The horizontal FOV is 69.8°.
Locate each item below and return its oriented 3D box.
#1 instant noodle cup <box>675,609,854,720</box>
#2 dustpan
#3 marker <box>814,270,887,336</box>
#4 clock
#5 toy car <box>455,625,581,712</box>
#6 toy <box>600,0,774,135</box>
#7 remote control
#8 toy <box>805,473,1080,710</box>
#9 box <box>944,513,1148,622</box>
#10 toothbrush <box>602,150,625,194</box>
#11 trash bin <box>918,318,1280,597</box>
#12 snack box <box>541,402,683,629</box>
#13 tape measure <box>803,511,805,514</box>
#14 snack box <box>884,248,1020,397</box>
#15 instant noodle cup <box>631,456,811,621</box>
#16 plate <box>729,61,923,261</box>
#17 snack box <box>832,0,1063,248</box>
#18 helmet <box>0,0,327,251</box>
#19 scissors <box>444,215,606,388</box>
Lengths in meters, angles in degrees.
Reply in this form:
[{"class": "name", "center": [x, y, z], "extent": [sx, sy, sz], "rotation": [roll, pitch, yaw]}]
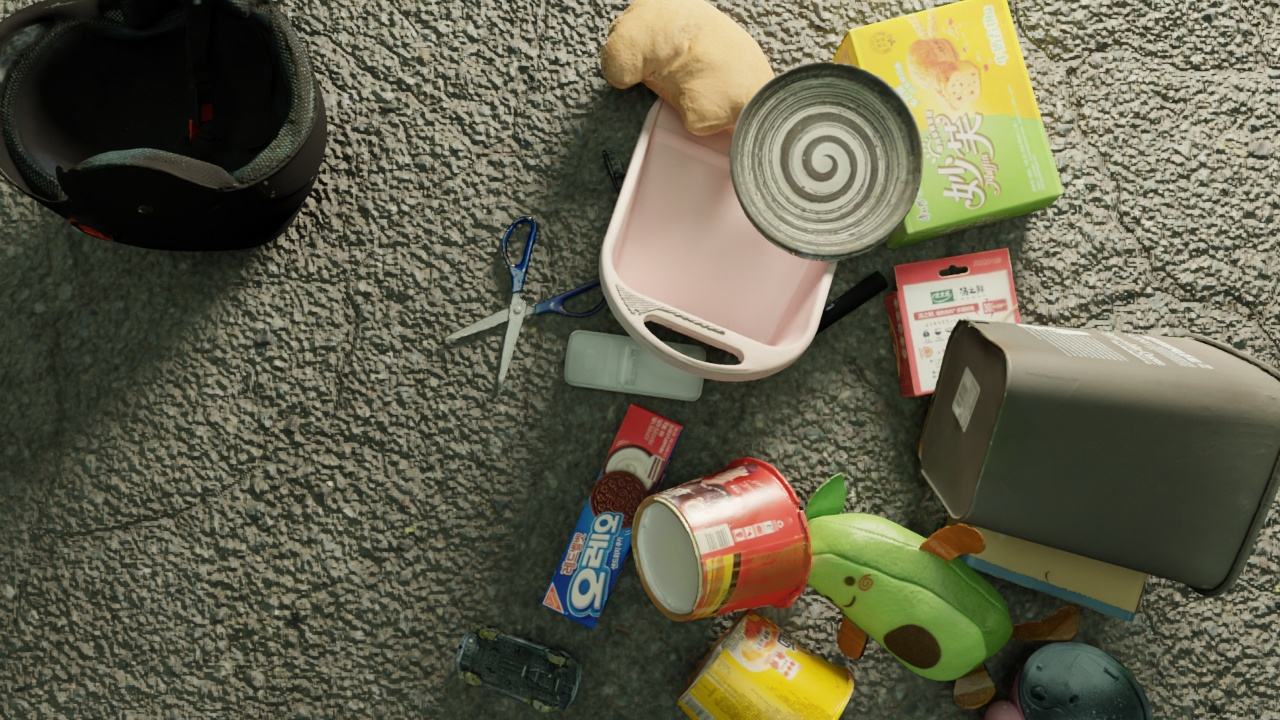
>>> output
[{"class": "instant noodle cup", "center": [0.106, 0.299, 0.823], "extent": [0.110, 0.138, 0.138], "rotation": [39, 86, 11]}, {"class": "dustpan", "center": [0.083, -0.112, 0.834], "extent": [0.222, 0.139, 0.273], "rotation": [19, 84, -3]}, {"class": "marker", "center": [0.185, -0.043, 0.898], "extent": [0.132, 0.020, 0.022], "rotation": [-35, 95, -3]}, {"class": "clock", "center": [0.380, 0.332, 0.827], "extent": [0.158, 0.060, 0.117], "rotation": [-35, 61, -26]}, {"class": "toy car", "center": [-0.115, 0.289, 0.864], "extent": [0.121, 0.037, 0.054], "rotation": [15, 86, 10]}, {"class": "toy", "center": [0.071, -0.264, 0.875], "extent": [0.226, 0.083, 0.143], "rotation": [35, 67, 1]}, {"class": "remote control", "center": [-0.005, 0.005, 0.892], "extent": [0.136, 0.020, 0.056], "rotation": [7, 87, -1]}, {"class": "toy", "center": [0.240, 0.211, 0.807], "extent": [0.247, 0.089, 0.228], "rotation": [31, 130, 4]}, {"class": "box", "center": [0.364, 0.182, 0.852], "extent": [0.184, 0.090, 0.059], "rotation": [17, 86, 3]}, {"class": "toothbrush", "center": [0.006, -0.123, 0.904], "extent": [0.017, 0.014, 0.189], "rotation": [-24, 88, 3]}, {"class": "trash bin", "center": [0.379, 0.064, 0.788], "extent": [0.220, 0.198, 0.199], "rotation": [11, 106, -1]}, {"class": "snack box", "center": [-0.024, 0.146, 0.864], "extent": [0.058, 0.057, 0.207], "rotation": [24, 86, 4]}, {"class": "tape measure", "center": [0.144, 0.170, 0.874], "extent": [0.058, 0.039, 0.057], "rotation": [14, 86, 5]}, {"class": "snack box", "center": [0.303, -0.035, 0.887], "extent": [0.113, 0.044, 0.127], "rotation": [-8, 87, -1]}, {"class": "instant noodle cup", "center": [0.064, 0.160, 0.807], "extent": [0.108, 0.138, 0.138], "rotation": [-7, 85, -32]}, {"class": "plate", "center": [0.168, -0.180, 0.839], "extent": [0.179, 0.024, 0.179], "rotation": [0, 92, -3]}, {"class": "snack box", "center": [0.294, -0.230, 0.888], "extent": [0.157, 0.070, 0.210], "rotation": [-15, 86, -2]}, {"class": "helmet", "center": [-0.411, -0.207, 0.797], "extent": [0.274, 0.230, 0.233], "rotation": [3, 71, -2]}, {"class": "scissors", "center": [-0.111, -0.059, 0.899], "extent": [0.162, 0.012, 0.176], "rotation": [0, 87, -1]}]
